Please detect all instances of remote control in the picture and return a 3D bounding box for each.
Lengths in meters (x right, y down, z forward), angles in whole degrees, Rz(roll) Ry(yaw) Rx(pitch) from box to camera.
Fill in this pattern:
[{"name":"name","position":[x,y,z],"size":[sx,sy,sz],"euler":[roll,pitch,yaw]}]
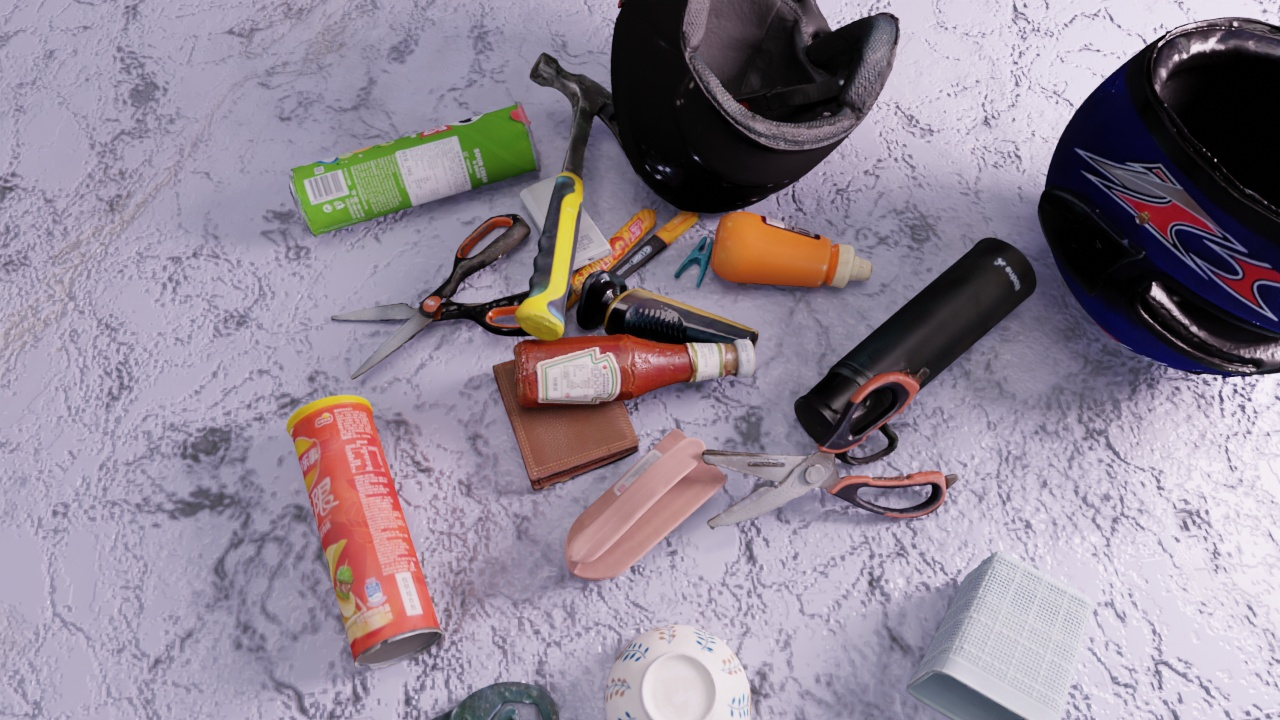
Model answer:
[{"name":"remote control","position":[-0.075,-0.135,0.890],"size":[0.049,0.024,0.125],"euler":[-26,54,-10]}]

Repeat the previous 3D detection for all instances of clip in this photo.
[{"name":"clip","position":[0.056,-0.096,0.886],"size":[0.038,0.013,0.055],"euler":[26,68,13]}]

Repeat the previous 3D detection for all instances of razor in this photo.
[{"name":"razor","position":[0.026,-0.038,0.840],"size":[0.167,0.062,0.067],"euler":[16,33,3]}]

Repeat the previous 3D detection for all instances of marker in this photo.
[{"name":"marker","position":[0.010,-0.110,0.892],"size":[0.123,0.015,0.018],"euler":[-41,65,-16]}]

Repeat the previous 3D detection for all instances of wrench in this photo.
[{"name":"wrench","position":[-0.193,0.306,0.688],"size":[0.273,0.016,0.056],"euler":[-19,64,-9]}]

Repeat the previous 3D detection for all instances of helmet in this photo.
[{"name":"helmet","position":[0.475,-0.104,0.747],"size":[0.247,0.241,0.315],"euler":[-12,53,-6]},{"name":"helmet","position":[0.083,-0.276,0.857],"size":[0.233,0.231,0.274],"euler":[15,51,-24]}]

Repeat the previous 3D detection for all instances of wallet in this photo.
[{"name":"wallet","position":[-0.066,0.042,0.810],"size":[0.101,0.032,0.124],"euler":[-18,65,-11]}]

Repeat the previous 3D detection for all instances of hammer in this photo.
[{"name":"hammer","position":[-0.064,-0.151,0.842],"size":[0.126,0.032,0.322],"euler":[25,49,-23]}]

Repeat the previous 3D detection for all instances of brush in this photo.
[{"name":"brush","position":[-0.002,0.121,0.745],"size":[0.145,0.073,0.063],"euler":[-39,70,-15]}]

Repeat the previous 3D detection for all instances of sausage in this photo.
[{"name":"sausage","position":[-0.038,-0.094,0.881],"size":[0.021,0.021,0.165],"euler":[37,70,18]}]

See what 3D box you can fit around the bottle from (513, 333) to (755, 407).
[{"name":"bottle","position":[-0.005,0.005,0.786],"size":[0.206,0.060,0.059],"euler":[-4,63,-9]}]

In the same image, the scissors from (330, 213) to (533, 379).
[{"name":"scissors","position":[-0.171,-0.058,0.856],"size":[0.229,0.022,0.220],"euler":[17,61,21]}]

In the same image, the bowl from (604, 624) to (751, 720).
[{"name":"bowl","position":[0.029,0.251,0.685],"size":[0.113,0.062,0.113],"euler":[0,62,0]}]

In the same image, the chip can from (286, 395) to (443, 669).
[{"name":"chip can","position":[-0.224,0.134,0.744],"size":[0.073,0.073,0.216],"euler":[-22,65,-10]}]

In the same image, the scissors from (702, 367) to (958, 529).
[{"name":"scissors","position":[0.160,0.085,0.747],"size":[0.189,0.015,0.226],"euler":[42,90,-15]}]

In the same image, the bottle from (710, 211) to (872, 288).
[{"name":"bottle","position":[0.143,-0.097,0.860],"size":[0.149,0.067,0.066],"euler":[10,64,-1]}]

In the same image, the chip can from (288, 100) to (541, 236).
[{"name":"chip can","position":[-0.220,-0.189,0.905],"size":[0.236,0.072,0.072],"euler":[-19,64,-8]}]

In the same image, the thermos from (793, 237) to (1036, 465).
[{"name":"thermos","position":[0.249,-0.005,0.813],"size":[0.242,0.068,0.090],"euler":[-39,101,-14]}]

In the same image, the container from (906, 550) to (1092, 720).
[{"name":"container","position":[0.270,0.214,0.684],"size":[0.090,0.090,0.111],"euler":[28,65,14]}]
